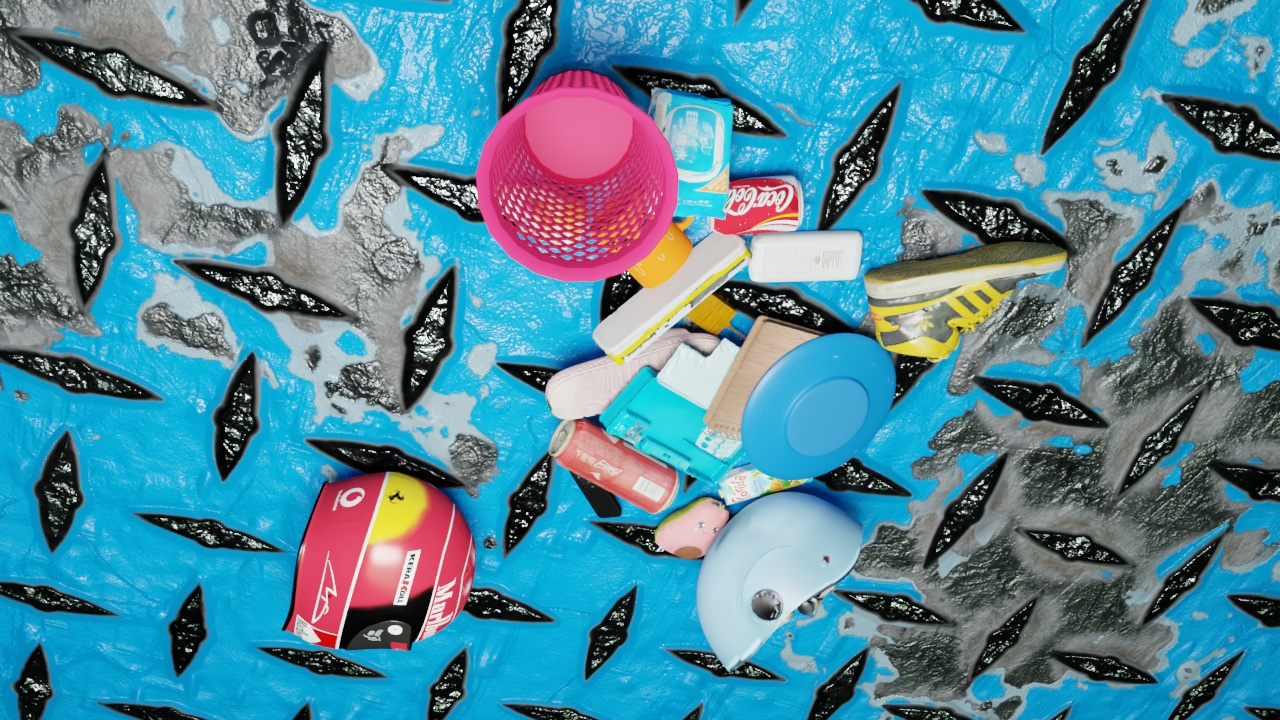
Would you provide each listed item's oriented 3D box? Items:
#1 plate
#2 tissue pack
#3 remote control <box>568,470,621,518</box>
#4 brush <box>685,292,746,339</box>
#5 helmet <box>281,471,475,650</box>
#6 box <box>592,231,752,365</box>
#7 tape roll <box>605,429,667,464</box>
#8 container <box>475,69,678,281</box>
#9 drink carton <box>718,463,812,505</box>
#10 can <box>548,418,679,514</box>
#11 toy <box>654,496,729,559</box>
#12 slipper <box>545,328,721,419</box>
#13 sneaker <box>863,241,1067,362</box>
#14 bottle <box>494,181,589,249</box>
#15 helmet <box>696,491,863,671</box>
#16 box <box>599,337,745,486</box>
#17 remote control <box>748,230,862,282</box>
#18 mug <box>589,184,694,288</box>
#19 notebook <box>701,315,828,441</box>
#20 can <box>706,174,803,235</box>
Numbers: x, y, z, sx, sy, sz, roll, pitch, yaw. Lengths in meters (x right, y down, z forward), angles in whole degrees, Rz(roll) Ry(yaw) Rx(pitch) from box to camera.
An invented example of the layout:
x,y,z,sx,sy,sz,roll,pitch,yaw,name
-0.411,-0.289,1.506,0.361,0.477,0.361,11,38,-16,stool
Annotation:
x,y,z,sx,sy,sz,roll,pitch,yaw,name
0.234,0.069,1.172,0.224,0.024,0.225,-11,124,-17,plate
0.051,-0.228,1.001,0.093,0.062,0.144,4,80,-5,tissue pack
-0.071,0.158,1.258,0.041,0.020,0.152,-11,122,30,remote control
0.092,-0.058,1.149,0.126,0.017,0.048,34,112,-20,brush
-0.333,0.273,1.211,0.224,0.197,0.272,15,125,-11,helmet
0.037,-0.077,1.076,0.209,0.066,0.044,-39,115,-4,box
-0.011,0.126,1.229,0.093,0.030,0.094,-4,112,-11,tape roll
-0.063,-0.210,0.935,0.183,0.225,0.183,-1,119,-3,container
0.169,0.161,1.262,0.129,0.038,0.044,-17,109,6,drink carton
-0.032,0.134,1.173,0.170,0.067,0.067,30,113,-20,can
0.076,0.233,1.292,0.090,0.051,0.110,28,113,-22,toy
-0.007,0.007,1.146,0.239,0.064,0.094,-15,135,-13,slipper
0.397,-0.068,1.120,0.239,0.086,0.122,-9,113,6,sneaker
-0.116,-0.171,1.049,0.109,0.063,0.063,21,116,-14,bottle
0.172,0.288,1.245,0.167,0.225,0.265,40,92,15,helmet
0.082,0.058,1.163,0.182,0.039,0.226,-49,133,11,box
0.200,-0.126,1.112,0.138,0.025,0.060,-2,119,-5,remote control
0.013,-0.155,1.059,0.113,0.077,0.096,-43,113,8,mug
0.198,0.040,1.169,0.210,0.022,0.169,13,115,-30,notebook
0.130,-0.178,1.057,0.105,0.064,0.064,-4,119,-1,can
